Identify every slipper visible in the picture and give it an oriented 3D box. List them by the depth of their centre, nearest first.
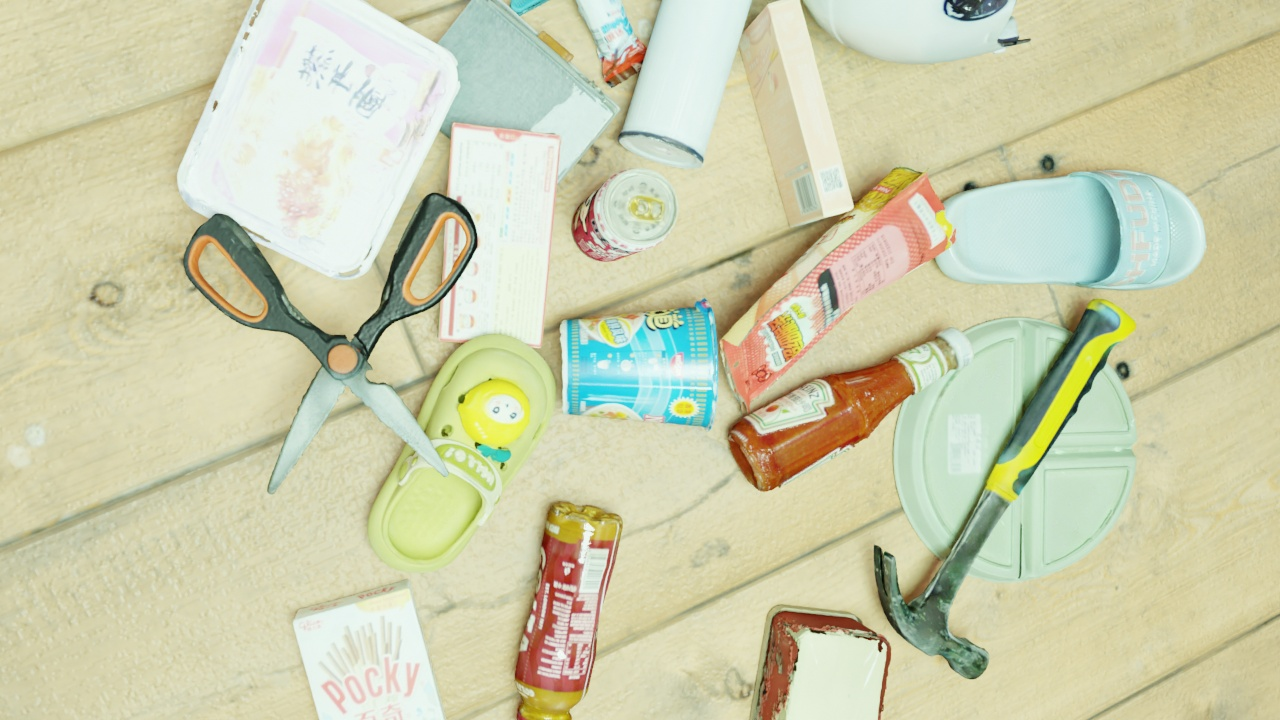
[{"bbox_3d":[-0.123,0.075,0.653,0.091,0.081,0.190,30,92,-24],"label":"slipper"},{"bbox_3d":[0.361,-0.108,0.758,0.245,0.074,0.104,-3,92,-11],"label":"slipper"}]

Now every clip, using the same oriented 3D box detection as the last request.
[{"bbox_3d":[-0.074,-0.274,0.685,0.057,0.046,0.014,-33,101,-5],"label":"clip"}]

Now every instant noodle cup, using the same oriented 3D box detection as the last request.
[{"bbox_3d":[-0.215,-0.158,0.626,0.138,0.060,0.173,27,99,-12],"label":"instant noodle cup"},{"bbox_3d":[-0.004,0.004,0.679,0.110,0.099,0.099,-1,92,-4],"label":"instant noodle cup"}]

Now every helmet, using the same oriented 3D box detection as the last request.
[{"bbox_3d":[0.169,-0.318,0.640,0.146,0.258,0.229,-13,77,25],"label":"helmet"}]

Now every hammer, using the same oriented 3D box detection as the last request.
[{"bbox_3d":[0.301,0.091,0.746,0.126,0.032,0.323,33,86,-12],"label":"hammer"}]

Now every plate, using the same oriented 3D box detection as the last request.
[{"bbox_3d":[0.325,0.078,0.781,0.230,0.027,0.230,0,91,-12],"label":"plate"}]

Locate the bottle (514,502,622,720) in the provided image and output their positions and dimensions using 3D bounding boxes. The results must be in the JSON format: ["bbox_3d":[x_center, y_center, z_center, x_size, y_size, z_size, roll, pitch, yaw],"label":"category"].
[{"bbox_3d":[-0.058,0.197,0.688,0.057,0.057,0.175,12,90,-12],"label":"bottle"}]

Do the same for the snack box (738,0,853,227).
[{"bbox_3d":[0.116,-0.183,0.697,0.026,0.084,0.157,-17,96,-8],"label":"snack box"}]

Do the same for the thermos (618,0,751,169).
[{"bbox_3d":[0.048,-0.261,0.688,0.073,0.073,0.224,17,89,-12],"label":"thermos"}]

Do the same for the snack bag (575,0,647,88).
[{"bbox_3d":[-0.027,-0.259,0.681,0.048,0.026,0.104,-36,124,-19],"label":"snack bag"}]

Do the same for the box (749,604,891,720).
[{"bbox_3d":[0.138,0.289,0.723,0.091,0.078,0.168,9,90,-13],"label":"box"}]

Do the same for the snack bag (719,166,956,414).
[{"bbox_3d":[0.144,-0.053,0.699,0.207,0.129,0.073,-40,65,-11],"label":"snack bag"}]

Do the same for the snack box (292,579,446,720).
[{"bbox_3d":[-0.193,0.249,0.677,0.084,0.027,0.157,-14,96,-11],"label":"snack box"}]

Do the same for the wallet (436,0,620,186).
[{"bbox_3d":[-0.094,-0.192,0.677,0.129,0.037,0.106,40,95,-10],"label":"wallet"}]

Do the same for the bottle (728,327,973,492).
[{"bbox_3d":[0.169,0.033,0.726,0.206,0.060,0.060,-27,97,-8],"label":"bottle"}]

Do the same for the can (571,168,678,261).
[{"bbox_3d":[-0.014,-0.100,0.647,0.053,0.133,0.053,-1,92,-12],"label":"can"}]

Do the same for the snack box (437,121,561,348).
[{"bbox_3d":[-0.103,-0.089,0.665,0.077,0.027,0.156,4,105,-12],"label":"snack box"}]

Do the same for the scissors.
[{"bbox_3d":[-0.191,-0.020,0.603,0.221,0.022,0.230,-43,92,-2],"label":"scissors"}]
